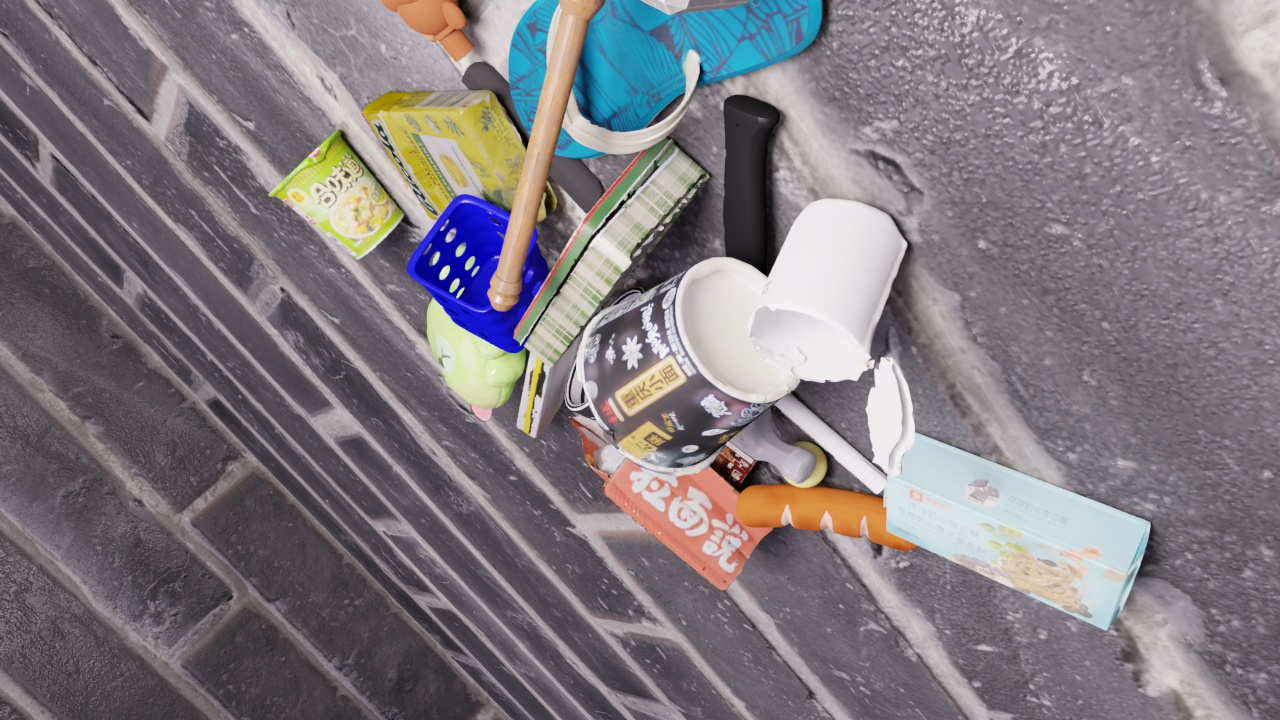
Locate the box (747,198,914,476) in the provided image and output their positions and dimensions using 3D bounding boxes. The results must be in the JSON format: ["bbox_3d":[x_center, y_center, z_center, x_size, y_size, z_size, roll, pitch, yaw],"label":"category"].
[{"bbox_3d":[0.130,-0.018,0.562,0.126,0.155,0.085,26,152,8],"label":"box"}]

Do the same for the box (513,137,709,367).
[{"bbox_3d":[-0.030,-0.077,0.708,0.051,0.117,0.206,41,152,-1],"label":"box"}]

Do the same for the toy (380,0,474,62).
[{"bbox_3d":[-0.165,-0.283,0.672,0.128,0.065,0.095,49,159,-28],"label":"toy"}]

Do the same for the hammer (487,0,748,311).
[{"bbox_3d":[-0.049,-0.159,0.536,0.163,0.082,0.319,34,126,19],"label":"hammer"}]

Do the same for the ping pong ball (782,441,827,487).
[{"bbox_3d":[0.141,0.090,0.792,0.040,0.040,0.040,30,148,21],"label":"ping pong ball"}]

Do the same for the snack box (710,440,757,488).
[{"bbox_3d":[0.047,0.065,0.881,0.141,0.031,0.051,37,150,11],"label":"snack box"}]

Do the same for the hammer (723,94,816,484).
[{"bbox_3d":[0.080,-0.045,0.686,0.127,0.029,0.324,31,145,34],"label":"hammer"}]

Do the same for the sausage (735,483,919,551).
[{"bbox_3d":[0.163,0.133,0.795,0.164,0.044,0.039,5,158,26],"label":"sausage"}]

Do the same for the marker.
[{"bbox_3d":[0.152,0.061,0.764,0.133,0.017,0.020,41,166,3],"label":"marker"}]

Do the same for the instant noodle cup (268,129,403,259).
[{"bbox_3d":[-0.311,-0.168,0.957,0.108,0.098,0.099,47,151,-23],"label":"instant noodle cup"}]

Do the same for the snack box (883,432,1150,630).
[{"bbox_3d":[0.268,0.121,0.670,0.175,0.053,0.075,22,144,31],"label":"snack box"}]

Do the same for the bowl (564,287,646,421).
[{"bbox_3d":[-0.005,0.005,0.792,0.066,0.120,0.120,31,155,-21],"label":"bowl"}]

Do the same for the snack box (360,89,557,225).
[{"bbox_3d":[-0.158,-0.172,0.790,0.181,0.045,0.121,17,144,47],"label":"snack box"}]

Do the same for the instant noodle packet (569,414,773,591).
[{"bbox_3d":[0.010,0.125,0.928,0.164,0.084,0.221,41,171,-18],"label":"instant noodle packet"}]

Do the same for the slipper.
[{"bbox_3d":[-0.013,-0.195,0.592,0.296,0.060,0.118,-5,122,51],"label":"slipper"}]

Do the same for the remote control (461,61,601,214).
[{"bbox_3d":[-0.086,-0.180,0.741,0.147,0.015,0.033,46,150,-6],"label":"remote control"}]

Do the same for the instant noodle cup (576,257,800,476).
[{"bbox_3d":[0.040,-0.002,0.638,0.137,0.136,0.113,46,142,-5],"label":"instant noodle cup"}]

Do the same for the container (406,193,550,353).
[{"bbox_3d":[-0.128,-0.069,0.780,0.084,0.085,0.114,29,167,14],"label":"container"}]

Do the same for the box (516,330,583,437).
[{"bbox_3d":[-0.098,0.013,0.958,0.037,0.064,0.210,32,149,5],"label":"box"}]

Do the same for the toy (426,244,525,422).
[{"bbox_3d":[-0.160,-0.033,0.938,0.150,0.107,0.197,60,161,8],"label":"toy"}]
